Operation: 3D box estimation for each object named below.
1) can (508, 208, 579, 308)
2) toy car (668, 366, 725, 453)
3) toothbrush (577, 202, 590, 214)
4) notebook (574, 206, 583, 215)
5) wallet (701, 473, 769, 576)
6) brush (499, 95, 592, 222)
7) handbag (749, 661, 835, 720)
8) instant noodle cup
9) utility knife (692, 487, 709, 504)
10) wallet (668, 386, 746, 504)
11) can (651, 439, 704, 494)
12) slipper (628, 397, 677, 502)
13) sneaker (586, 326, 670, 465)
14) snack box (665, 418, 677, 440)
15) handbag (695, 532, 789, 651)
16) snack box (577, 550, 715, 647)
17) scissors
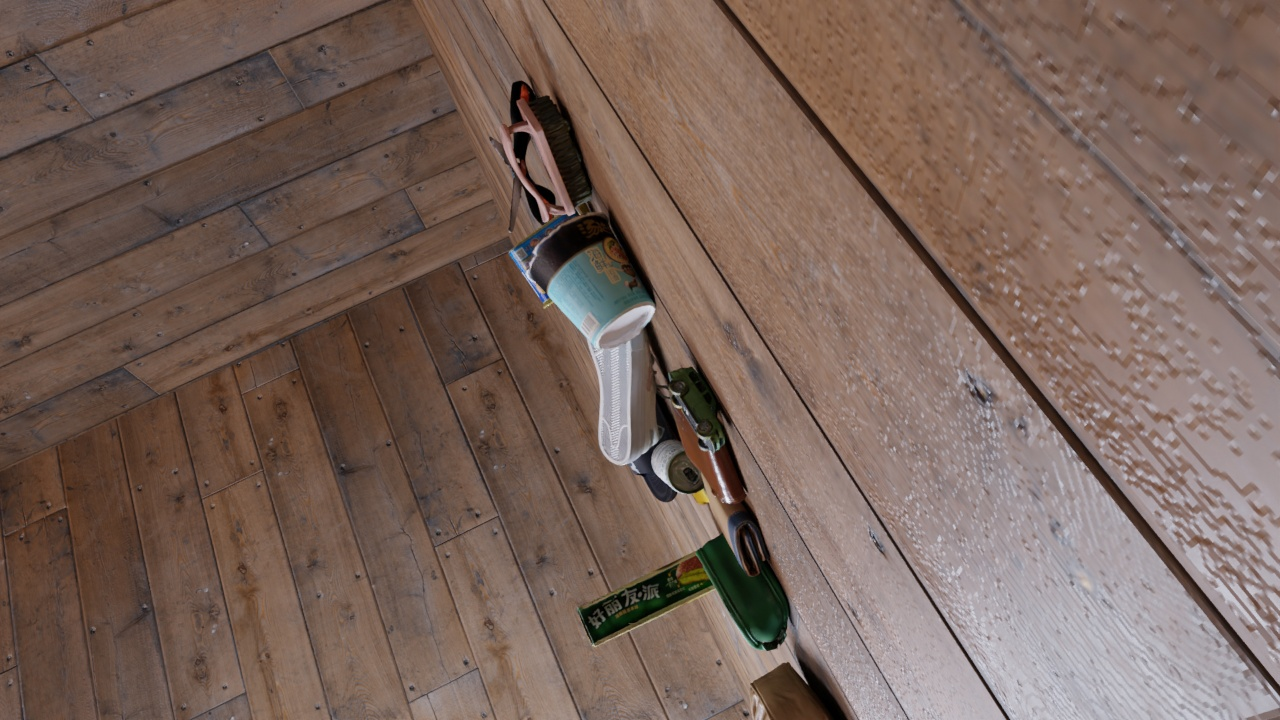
[{"bbox_3d":[-0.097,-0.126,1.118,0.083,0.102,0.057,56,-173,-5],"label":"can"},{"bbox_3d":[0.056,0.048,0.897,0.043,0.036,0.091,80,164,-65],"label":"toy car"},{"bbox_3d":[-0.077,-0.201,1.113,0.017,0.015,0.190,81,163,-55],"label":"toothbrush"},{"bbox_3d":[-0.050,-0.118,1.245,0.146,0.010,0.206,54,167,56],"label":"notebook"},{"bbox_3d":[0.105,0.180,1.050,0.115,0.033,0.090,-123,12,-54],"label":"wallet"},{"bbox_3d":[-0.102,-0.215,1.010,0.063,0.073,0.146,59,173,38],"label":"brush"},{"bbox_3d":[0.193,0.461,1.114,0.148,0.100,0.204,61,177,-1],"label":"handbag"},{"bbox_3d":[-0.046,-0.080,0.993,0.120,0.111,0.111,53,171,18],"label":"instant noodle cup"},{"bbox_3d":[0.088,0.188,1.291,0.033,0.015,0.154,58,172,4],"label":"utility knife"},{"bbox_3d":[0.069,0.087,0.989,0.124,0.032,0.101,-128,16,-61],"label":"wallet"},{"bbox_3d":[0.051,0.137,1.194,0.058,0.058,0.147,65,174,-3],"label":"can"},{"bbox_3d":[-0.023,0.083,1.324,0.111,0.083,0.268,136,117,-67],"label":"slipper"},{"bbox_3d":[-0.007,0.007,1.136,0.090,0.090,0.242,16,118,42],"label":"sneaker"},{"bbox_3d":[0.026,0.099,1.394,0.155,0.027,0.077,61,172,33],"label":"snack box"},{"bbox_3d":[0.128,0.273,1.103,0.131,0.068,0.120,57,178,44],"label":"handbag"},{"bbox_3d":[0.029,0.337,1.337,0.114,0.240,0.063,86,159,-77],"label":"snack box"},{"bbox_3d":[-0.135,-0.231,1.075,0.234,0.022,0.220,56,-151,-70],"label":"scissors"}]
